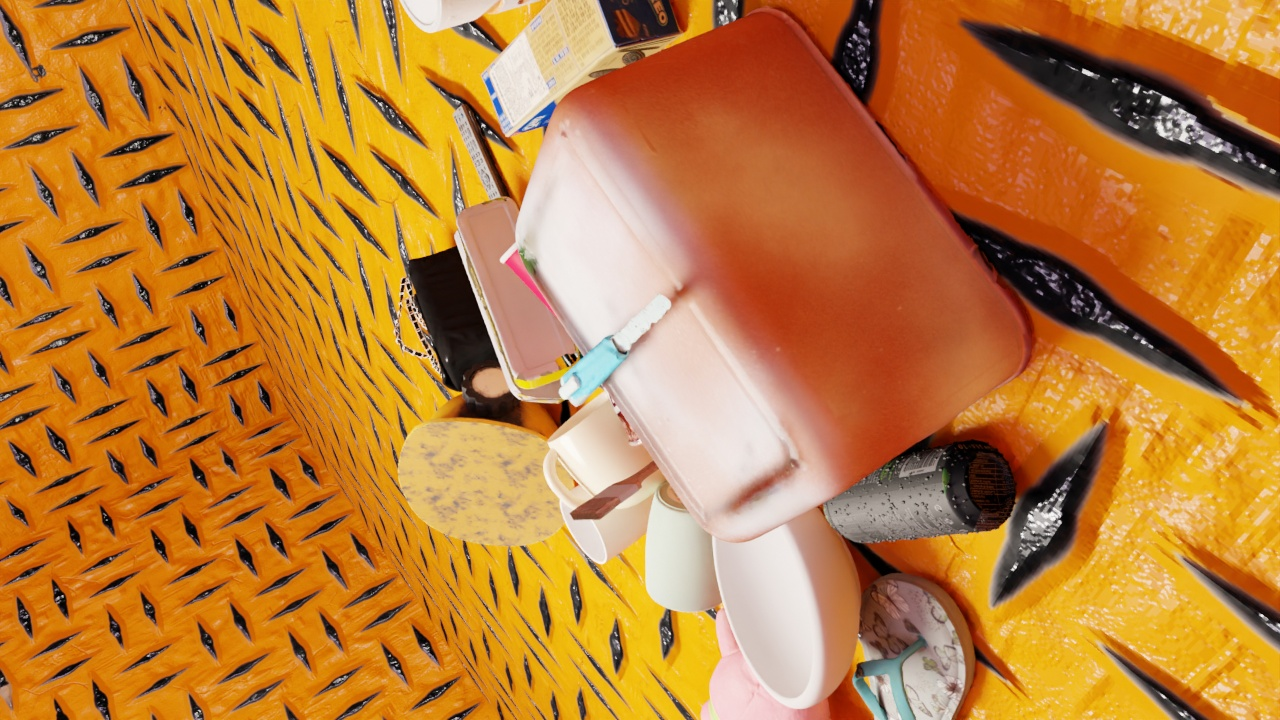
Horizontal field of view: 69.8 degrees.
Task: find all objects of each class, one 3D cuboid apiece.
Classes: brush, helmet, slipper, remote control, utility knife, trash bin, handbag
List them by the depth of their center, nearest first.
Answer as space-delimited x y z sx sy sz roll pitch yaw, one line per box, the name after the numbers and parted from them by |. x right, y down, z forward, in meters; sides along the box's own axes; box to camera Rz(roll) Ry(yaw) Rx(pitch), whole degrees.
-0.016 -0.002 0.509 0.022 0.015 0.177 59 155 2 | utility knife
0.057 -0.043 0.535 0.259 0.157 0.182 57 154 10 | trash bin
0.198 0.266 0.709 0.098 0.054 0.269 35 146 45 | slipper
0.005 0.094 0.777 0.045 0.142 0.008 -16 103 55 | brush
-0.153 -0.188 0.922 0.033 0.013 0.136 -6 111 62 | remote control
-0.236 -0.036 1.091 0.153 0.114 0.125 60 163 25 | handbag
-0.175 0.104 1.102 0.256 0.205 0.131 99 177 -47 | helmet

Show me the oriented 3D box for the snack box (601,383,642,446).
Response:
-0.005 0.005 0.786 0.121 0.072 0.072 62 154 -3 | snack box

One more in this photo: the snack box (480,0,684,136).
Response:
-0.050 -0.220 0.662 0.207 0.057 0.056 -6 107 62 | snack box

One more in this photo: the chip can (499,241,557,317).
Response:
-0.007 -0.019 0.707 0.220 0.069 0.069 47 155 -7 | chip can

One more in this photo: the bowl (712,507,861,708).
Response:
0.121 0.172 0.711 0.177 0.066 0.176 169 90 -72 | bowl

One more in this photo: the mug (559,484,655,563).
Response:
-0.026 0.162 0.962 0.081 0.087 0.114 47 151 25 | mug

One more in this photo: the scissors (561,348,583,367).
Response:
-0.126 -0.038 1.025 0.201 0.015 0.204 53 154 15 | scissors

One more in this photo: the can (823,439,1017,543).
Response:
0.170 0.085 0.574 0.054 0.053 0.138 60 154 1 | can

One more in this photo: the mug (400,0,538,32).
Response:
-0.117 -0.288 0.655 0.082 0.105 0.082 42 149 33 | mug

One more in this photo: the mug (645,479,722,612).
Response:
0.059 0.167 0.839 0.111 0.083 0.104 11 118 23 | mug

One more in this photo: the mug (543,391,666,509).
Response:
-0.029 0.094 0.864 0.100 0.120 0.096 52 159 -6 | mug

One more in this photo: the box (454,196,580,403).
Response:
-0.116 -0.057 0.839 0.210 0.067 0.070 65 150 29 | box

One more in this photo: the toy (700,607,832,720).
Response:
0.125 0.301 0.840 0.192 0.096 0.237 44 136 36 | toy
